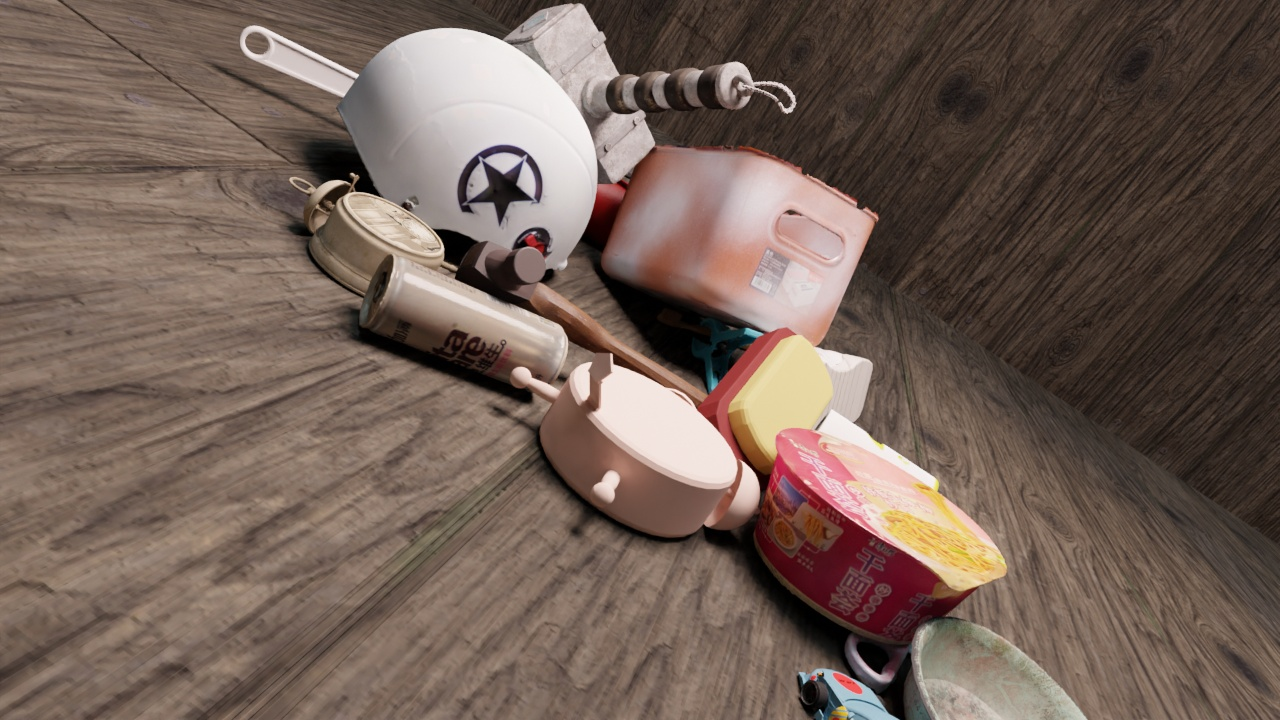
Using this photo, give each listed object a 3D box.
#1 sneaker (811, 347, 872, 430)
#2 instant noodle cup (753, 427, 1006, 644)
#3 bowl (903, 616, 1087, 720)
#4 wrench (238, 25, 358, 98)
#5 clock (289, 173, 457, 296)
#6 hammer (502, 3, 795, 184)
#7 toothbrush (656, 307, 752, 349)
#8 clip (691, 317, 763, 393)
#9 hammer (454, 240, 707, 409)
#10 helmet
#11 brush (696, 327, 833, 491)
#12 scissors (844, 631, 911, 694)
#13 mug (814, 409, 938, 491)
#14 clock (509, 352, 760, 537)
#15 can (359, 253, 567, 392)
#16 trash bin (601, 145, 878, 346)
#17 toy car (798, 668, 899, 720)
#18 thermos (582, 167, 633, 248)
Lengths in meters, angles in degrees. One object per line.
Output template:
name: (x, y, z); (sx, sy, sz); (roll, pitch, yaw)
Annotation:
sneaker: (0.146, 0.024, 0.939); (0.104, 0.090, 0.236); (20, 16, 32)
instant noodle cup: (0.158, 0.128, 0.654); (0.178, 0.078, 0.178); (25, 16, -8)
bowl: (0.214, 0.229, 0.543); (0.157, 0.039, 0.157); (27, 29, -16)
wrench: (-0.271, -0.270, 0.943); (0.273, 0.066, 0.018); (20, 23, -29)
clock: (-0.204, -0.097, 0.679); (0.141, 0.055, 0.092); (38, 18, 7)
hammer: (0.007, -0.256, 0.876); (0.327, 0.079, 0.177); (15, -35, 49)
toothbrush: (0.079, -0.035, 1.064); (0.166, 0.016, 0.016); (16, 24, -45)
clip: (0.076, -0.002, 0.941); (0.027, 0.104, 0.120); (29, 11, -19)
hammer: (-0.004, 0.004, 0.733); (0.323, 0.033, 0.115); (33, -20, -26)
helmet: (-0.137, -0.205, 0.864); (0.263, 0.164, 0.236); (26, 24, -42)
brush: (0.109, 0.036, 0.752); (0.082, 0.042, 0.172); (58, 41, -11)
scissors: (0.187, 0.204, 0.631); (0.173, 0.014, 0.170); (19, 24, -38)
mug: (0.181, 0.104, 0.771); (0.106, 0.083, 0.082); (35, 18, 8)
clock: (0.006, 0.051, 0.622); (0.160, 0.086, 0.131); (23, 20, -46)
can: (-0.119, -0.023, 0.631); (0.135, 0.054, 0.054); (23, 21, -29)
trash bin: (0.092, -0.123, 0.989); (0.181, 0.157, 0.260); (21, 2, -33)
toy car: (0.129, 0.206, 0.503); (0.060, 0.027, 0.107); (23, 21, -30)
thermos: (-0.022, -0.185, 1.132); (0.198, 0.108, 0.083); (32, 35, -11)
